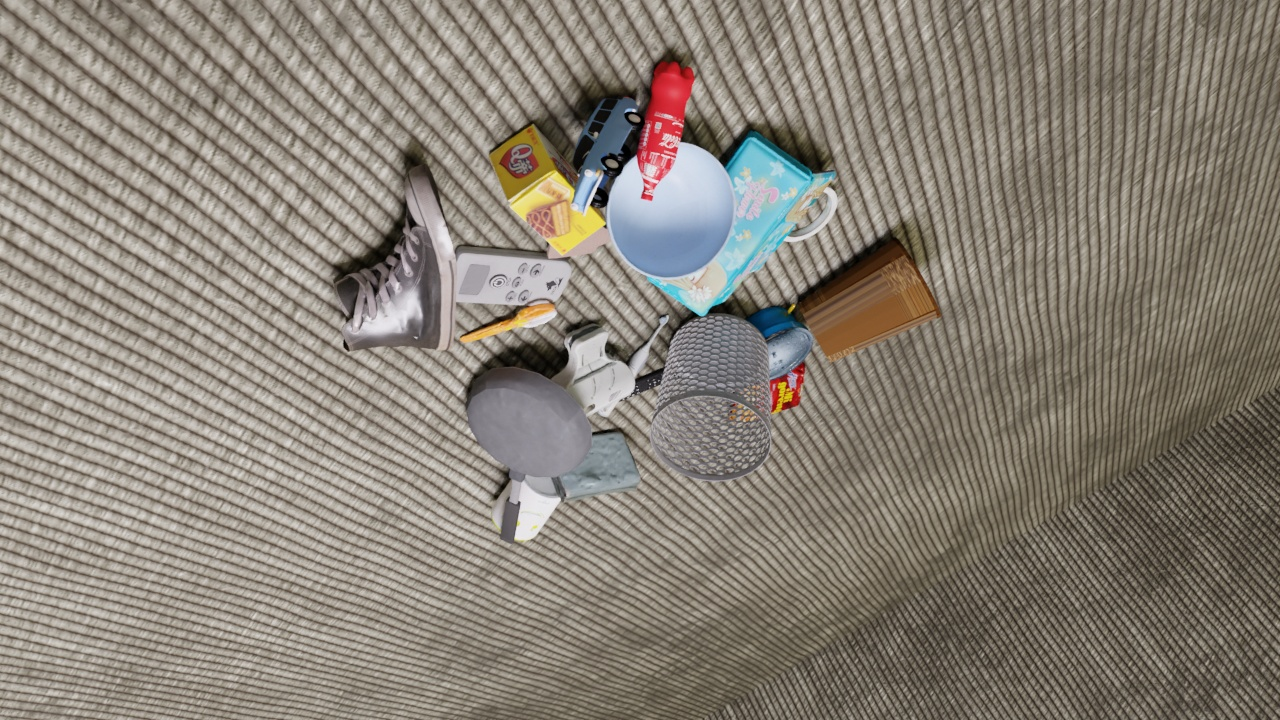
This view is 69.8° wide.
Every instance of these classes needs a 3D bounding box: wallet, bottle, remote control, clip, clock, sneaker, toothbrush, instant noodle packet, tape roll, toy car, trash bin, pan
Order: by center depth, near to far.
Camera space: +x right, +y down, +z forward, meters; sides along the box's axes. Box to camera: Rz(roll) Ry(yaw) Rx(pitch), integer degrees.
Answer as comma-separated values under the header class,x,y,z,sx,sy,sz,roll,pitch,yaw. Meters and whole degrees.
class,x,y,z,sx,sy,sz,roll,pitch,yaw
toy car,-0.039,-0.210,0.924,0.055,0.153,0.056,25,138,-6
bottle,0.022,-0.237,0.957,0.041,0.042,0.141,5,102,-38
sneaker,-0.258,-0.098,0.958,0.119,0.095,0.235,-7,144,-21
remote control,-0.155,-0.096,1.082,0.150,0.019,0.074,1,136,-34
tape roll,0.215,-0.196,1.207,0.093,0.013,0.093,-18,144,-14
clip,-0.065,0.029,1.231,0.126,0.104,0.152,-27,152,-36
trash bin,0.101,0.044,1.252,0.156,0.182,0.157,5,131,6
pan,-0.169,0.152,1.265,0.178,0.041,0.358,23,135,7
toothbrush,-0.008,0.008,1.305,0.024,0.022,0.186,0,132,-49
remote control,-0.005,0.039,1.362,0.140,0.009,0.030,-22,145,-7
clock,0.178,-0.016,1.371,0.161,0.060,0.117,-30,146,6
wallet,-0.075,0.163,1.393,0.131,0.100,0.054,-3,141,-30
instant noodle packet,0.205,0.052,1.493,0.135,0.039,0.099,-15,136,-16

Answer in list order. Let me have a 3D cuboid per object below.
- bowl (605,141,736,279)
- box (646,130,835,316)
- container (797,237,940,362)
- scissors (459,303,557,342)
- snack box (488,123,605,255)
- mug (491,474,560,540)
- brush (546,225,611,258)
class,x,y,z,sx,sy,sz,roll,pitch,yaw
bowl,0.026,-0.172,1.039,0.150,0.075,0.151,-4,106,-15
box,0.133,-0.155,1.140,0.171,0.084,0.228,14,128,-35
container,0.328,-0.080,1.338,0.167,0.132,0.132,-29,145,12
scissors,-0.165,-0.044,1.143,0.128,0.013,0.065,-19,166,5
snack box,-0.098,-0.178,0.961,0.061,0.083,0.105,-34,145,11
mug,-0.171,0.213,1.409,0.082,0.082,0.106,7,132,-39
brush,-0.049,-0.151,1.092,0.135,0.015,0.050,-12,144,-30
